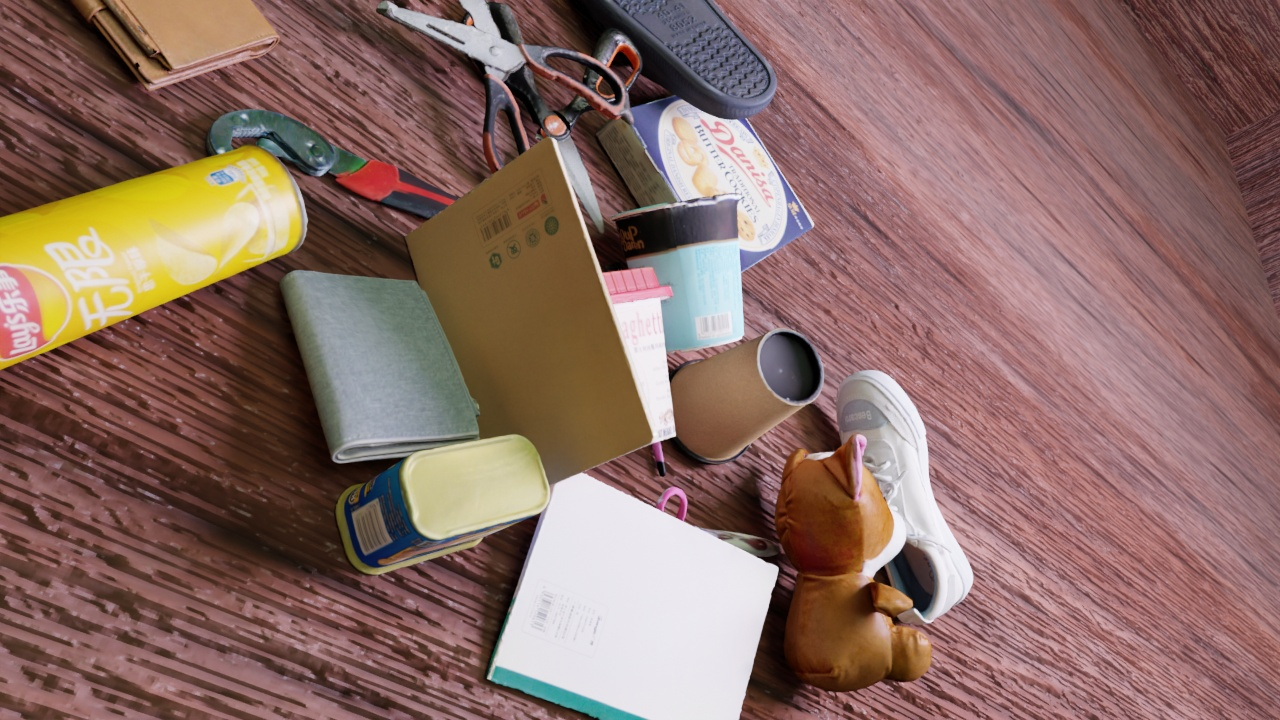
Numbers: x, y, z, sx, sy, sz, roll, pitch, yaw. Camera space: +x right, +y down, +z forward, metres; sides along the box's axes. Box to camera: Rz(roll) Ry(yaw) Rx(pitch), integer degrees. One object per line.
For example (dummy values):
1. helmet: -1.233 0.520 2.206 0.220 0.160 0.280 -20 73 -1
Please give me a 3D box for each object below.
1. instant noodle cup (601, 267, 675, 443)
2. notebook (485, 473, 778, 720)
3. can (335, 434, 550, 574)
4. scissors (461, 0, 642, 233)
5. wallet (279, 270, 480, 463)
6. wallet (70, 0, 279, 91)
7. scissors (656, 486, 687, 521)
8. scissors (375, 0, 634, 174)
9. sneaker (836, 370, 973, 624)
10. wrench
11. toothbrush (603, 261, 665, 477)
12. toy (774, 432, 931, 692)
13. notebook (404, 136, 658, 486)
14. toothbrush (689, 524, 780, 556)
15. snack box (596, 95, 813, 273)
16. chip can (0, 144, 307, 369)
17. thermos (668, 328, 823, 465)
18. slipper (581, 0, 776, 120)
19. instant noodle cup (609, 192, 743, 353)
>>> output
1. instant noodle cup: -0.037 0.006 0.662 0.116 0.117 0.124 -12 90 -46
2. notebook: 0.004 0.181 0.648 0.209 0.012 0.150 30 65 -27
3. can: -0.118 0.085 0.556 0.101 0.083 0.057 -8 74 -45
4. scissors: -0.071 -0.217 0.776 0.221 0.022 0.231 49 61 0
5. wallet: -0.163 0.004 0.583 0.106 0.037 0.129 1 53 -44
6. wallet: -0.313 -0.243 0.586 0.132 0.031 0.107 51 41 -9
7. scissors: 0.024 0.164 0.685 0.134 0.017 0.133 33 62 -33
8. scissors: -0.099 -0.231 0.730 0.188 0.015 0.223 -24 99 -31
9. sneaker: 0.230 0.131 0.860 0.090 0.090 0.242 -22 91 -42
10. wrench: -0.169 -0.118 0.664 0.273 0.016 0.056 16 60 -37
11. toothbrush: -0.005 0.004 0.756 0.017 0.014 0.189 -2 70 -33
12. toy: 0.169 0.163 0.748 0.130 0.140 0.199 -7 78 -27
13. notebook: -0.079 -0.021 0.603 0.008 0.148 0.207 -3 70 -57
14. toothbrush: 0.047 0.136 0.730 0.187 0.017 0.016 19 56 -35
15. snack box: 0.068 -0.173 0.892 0.182 0.046 0.178 -34 92 -46
16. chip can: -0.284 -0.054 0.485 0.212 0.072 0.072 -37 95 -47
17. thermos: 0.080 0.027 0.737 0.093 0.144 0.093 11 66 -25
18. slipper: 0.020 -0.311 0.893 0.110 0.083 0.268 -29 68 -28
19. instant noodle cup: 0.038 -0.070 0.765 0.111 0.111 0.120 -17 99 -46
